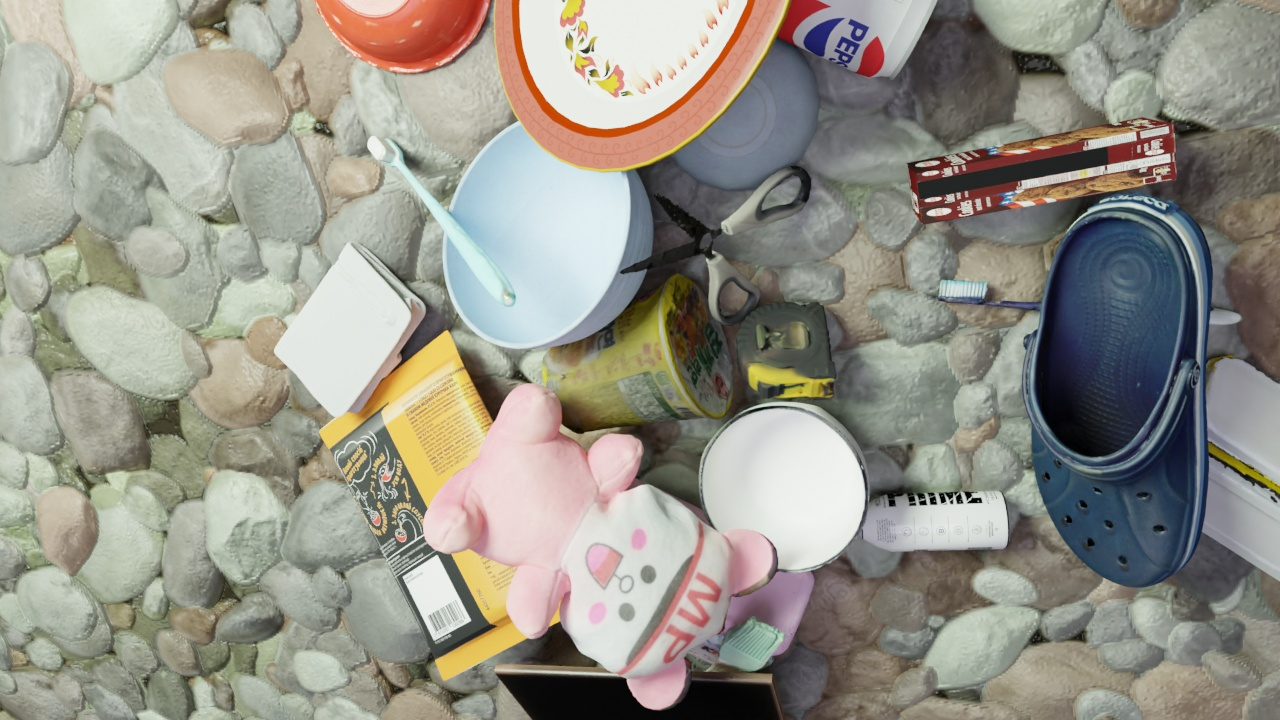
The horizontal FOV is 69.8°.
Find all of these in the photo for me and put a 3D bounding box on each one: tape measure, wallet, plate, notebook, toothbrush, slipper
[{"bbox_3d":[0.096,-0.009,0.615,0.062,0.067,0.038,-4,151,5],"label":"tape measure"},{"bbox_3d":[-0.215,-0.022,0.685,0.086,0.032,0.116,48,112,8],"label":"wallet"},{"bbox_3d":[-0.001,-0.222,0.525,0.230,0.021,0.229,-1,88,40],"label":"plate"},{"bbox_3d":[0.006,0.274,0.718,0.209,0.008,0.141,-3,138,15],"label":"notebook"},{"bbox_3d":[-0.131,-0.094,0.600,0.180,0.016,0.016,48,110,27],"label":"toothbrush"},{"bbox_3d":[0.279,0.028,0.557,0.105,0.095,0.253,15,122,46],"label":"slipper"},{"bbox_3d":[0.291,-0.038,0.598,0.189,0.016,0.017,6,100,8],"label":"toothbrush"}]

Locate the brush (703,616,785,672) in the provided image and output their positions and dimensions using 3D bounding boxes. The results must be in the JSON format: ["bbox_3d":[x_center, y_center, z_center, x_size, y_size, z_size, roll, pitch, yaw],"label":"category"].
[{"bbox_3d":[0.051,0.247,0.698,0.033,0.012,0.218,27,136,-1],"label":"brush"}]

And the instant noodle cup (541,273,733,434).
[{"bbox_3d":[-0.004,0.004,0.628,0.108,0.102,0.102,-17,106,26],"label":"instant noodle cup"}]

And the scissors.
[{"bbox_3d":[0.054,-0.072,0.576,0.012,0.157,0.169,37,159,31],"label":"scissors"}]

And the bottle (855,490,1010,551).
[{"bbox_3d":[0.199,0.115,0.654,0.116,0.041,0.041,-4,108,11],"label":"bottle"}]

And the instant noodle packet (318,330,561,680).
[{"bbox_3d":[-0.145,0.112,0.684,0.160,0.032,0.220,-34,81,27],"label":"instant noodle packet"}]

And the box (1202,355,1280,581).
[{"bbox_3d":[0.436,0.087,0.613,0.210,0.079,0.084,32,151,-2],"label":"box"}]

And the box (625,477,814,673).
[{"bbox_3d":[0.020,0.163,0.707,0.201,0.103,0.100,26,72,0],"label":"box"}]

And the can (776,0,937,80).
[{"bbox_3d":[0.102,-0.221,0.537,0.132,0.070,0.070,25,111,1],"label":"can"}]

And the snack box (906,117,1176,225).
[{"bbox_3d":[0.240,-0.116,0.559,0.141,0.050,0.032,-9,107,13],"label":"snack box"}]

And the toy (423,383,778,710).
[{"bbox_3d":[-0.026,0.121,0.599,0.213,0.084,0.141,35,79,-4],"label":"toy"}]

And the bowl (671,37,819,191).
[{"bbox_3d":[0.060,-0.158,0.583,0.106,0.039,0.106,3,110,9],"label":"bowl"}]

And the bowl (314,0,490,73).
[{"bbox_3d":[-0.162,-0.251,0.586,0.130,0.045,0.131,3,109,9],"label":"bowl"}]

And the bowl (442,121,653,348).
[{"bbox_3d":[-0.049,-0.076,0.600,0.151,0.074,0.150,-7,77,32],"label":"bowl"}]

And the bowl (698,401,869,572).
[{"bbox_3d":[0.103,0.081,0.636,0.116,0.065,0.116,3,100,19],"label":"bowl"}]
